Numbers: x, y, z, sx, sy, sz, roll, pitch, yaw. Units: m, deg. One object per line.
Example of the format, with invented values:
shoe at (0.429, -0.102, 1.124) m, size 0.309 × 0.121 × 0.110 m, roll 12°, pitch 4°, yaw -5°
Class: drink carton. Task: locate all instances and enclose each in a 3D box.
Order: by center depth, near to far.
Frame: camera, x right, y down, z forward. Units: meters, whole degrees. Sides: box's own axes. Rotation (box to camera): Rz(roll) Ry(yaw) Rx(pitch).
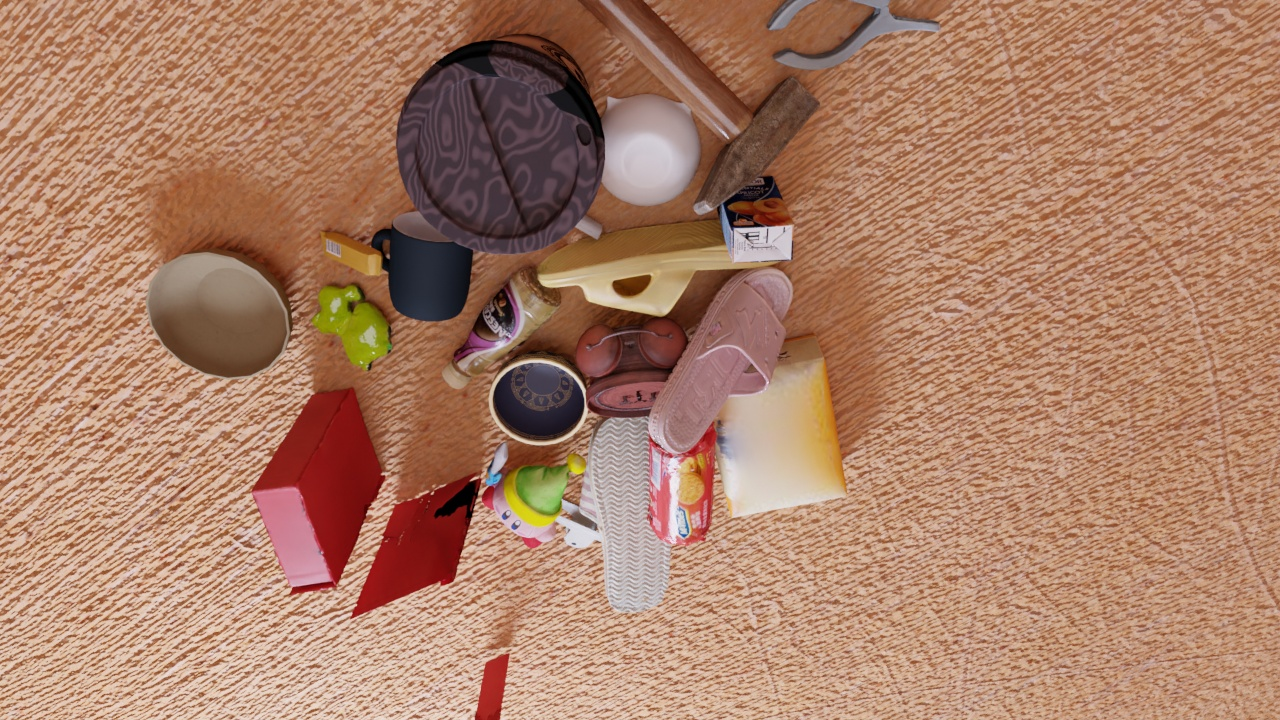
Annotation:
drink carton at (0.114, -0.144, 0.924) m, size 0.064 × 0.129 × 0.040 m, roll -2°, pitch 122°, yaw -1°

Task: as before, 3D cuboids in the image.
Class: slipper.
slipper at (0.098, -0.002, 0.965) m, size 0.239 × 0.064 × 0.094 m, roll -54°, pitch 132°, yaw -16°
slipper at (0.024, -0.095, 0.970) m, size 0.263 × 0.099 × 0.078 m, roll -8°, pitch 120°, yaw -1°
slipper at (-0.017, 0.186, 1.135) m, size 0.115 × 0.052 × 0.263 m, roll -8°, pitch 106°, yaw -13°

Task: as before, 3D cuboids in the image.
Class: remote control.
remote control at (-0.097, -0.168, 0.964) m, size 0.131 × 0.033 × 0.012 m, roll 29°, pitch 110°, yaw -15°

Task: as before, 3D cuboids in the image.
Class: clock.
clock at (-0.005, 0.006, 1.000) m, size 0.120 × 0.072 × 0.158 m, roll -7°, pitch 158°, yaw 3°

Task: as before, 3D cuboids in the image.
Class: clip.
clip at (0.199, -0.345, 0.874) m, size 0.163 × 0.028 × 0.112 m, roll -13°, pitch 119°, yaw 6°
clip at (-0.074, 0.219, 1.172) m, size 0.102 × 0.056 × 0.056 m, roll 26°, pitch 91°, yaw -13°

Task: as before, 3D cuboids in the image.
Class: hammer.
hammer at (0.016, -0.289, 0.875) m, size 0.301 × 0.037 × 0.157 m, roll 42°, pitch 82°, yaw -12°

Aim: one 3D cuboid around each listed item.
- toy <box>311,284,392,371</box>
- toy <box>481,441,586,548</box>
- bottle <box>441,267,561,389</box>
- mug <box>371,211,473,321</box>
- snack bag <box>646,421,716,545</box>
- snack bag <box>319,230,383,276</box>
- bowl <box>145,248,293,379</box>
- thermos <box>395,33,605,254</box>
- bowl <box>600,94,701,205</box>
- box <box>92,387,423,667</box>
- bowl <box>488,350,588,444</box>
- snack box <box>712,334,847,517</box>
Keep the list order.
toy at (-0.322, -0.038, 1.033) m, size 0.093 × 0.036 × 0.094 m, roll 17°, pitch 110°, yaw -4°
toy at (-0.128, 0.152, 1.095) m, size 0.124 × 0.096 × 0.132 m, roll 49°, pitch 147°, yaw 2°
bottle at (-0.161, -0.030, 1.024) m, size 0.059 × 0.059 × 0.166 m, roll 39°, pitch 113°, yaw -19°
mug at (-0.238, -0.105, 0.978) m, size 0.122 × 0.085 × 0.095 m, roll 22°, pitch 119°, yaw 20°
snack bag at (0.045, 0.134, 1.055) m, size 0.082 × 0.082 × 0.177 m, roll 0°, pitch 126°, yaw 0°
snack bag at (-0.307, -0.115, 0.978) m, size 0.099 × 0.020 × 0.026 m, roll 23°, pitch 121°, yaw 30°
bowl at (-0.456, -0.057, 1.013) m, size 0.152 × 0.050 × 0.152 m, roll 0°, pitch 118°, yaw 0°
thermos at (-0.115, -0.212, 0.832) m, size 0.173 × 0.225 × 0.173 m, roll 0°, pitch 118°, yaw 0°
bowl at (0.006, -0.208, 0.934) m, size 0.114 × 0.050 × 0.115 m, roll 0°, pitch 118°, yaw 0°
box at (-0.450, 0.179, 1.053) m, size 0.351 × 0.216 × 0.198 m, roll -11°, pitch 117°, yaw 7°
bowl at (-0.114, 0.034, 1.057) m, size 0.112 × 0.061 × 0.113 m, roll 0°, pitch 118°, yaw 0°
snack box at (0.154, 0.084, 1.073) m, size 0.145 × 0.080 × 0.195 m, roll -12°, pitch 117°, yaw 7°
